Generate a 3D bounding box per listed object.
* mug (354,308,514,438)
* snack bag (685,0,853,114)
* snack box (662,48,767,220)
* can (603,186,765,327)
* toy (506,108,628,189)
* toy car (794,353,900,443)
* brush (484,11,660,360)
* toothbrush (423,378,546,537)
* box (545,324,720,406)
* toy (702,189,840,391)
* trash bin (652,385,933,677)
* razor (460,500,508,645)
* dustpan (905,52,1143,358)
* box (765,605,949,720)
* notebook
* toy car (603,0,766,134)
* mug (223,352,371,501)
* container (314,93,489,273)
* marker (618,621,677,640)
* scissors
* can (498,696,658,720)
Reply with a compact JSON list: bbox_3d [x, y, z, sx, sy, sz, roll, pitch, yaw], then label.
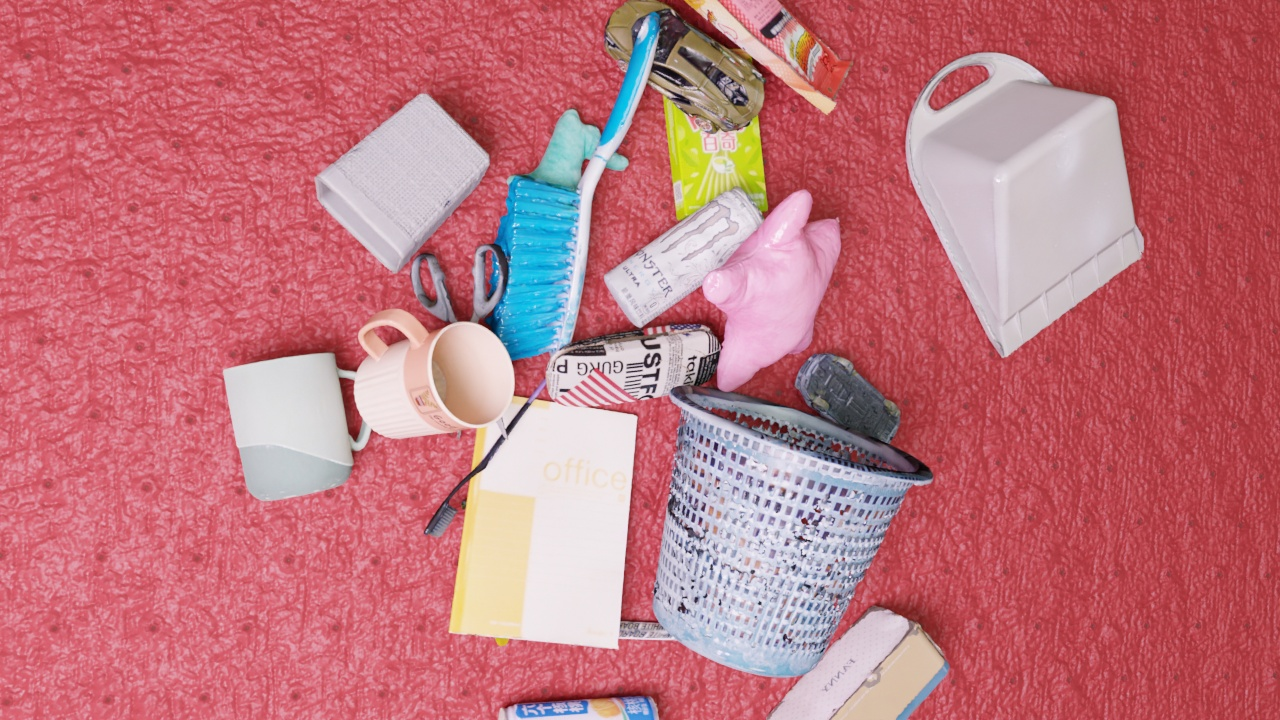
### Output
[{"bbox_3d":[-0.175,0.008,0.728,0.114,0.106,0.081,51,46,-28],"label":"mug"},{"bbox_3d":[0.110,-0.319,0.848,0.208,0.073,0.128,41,37,-9],"label":"snack bag"},{"bbox_3d":[0.069,-0.213,0.863,0.085,0.026,0.156,-5,89,-17],"label":"snack box"},{"bbox_3d":[0.041,-0.093,0.821,0.146,0.058,0.058,-35,97,-2],"label":"can"},{"bbox_3d":[-0.061,-0.178,0.824,0.096,0.030,0.092,22,86,-17],"label":"toy"},{"bbox_3d":[0.201,0.041,0.888,0.120,0.037,0.054,38,78,-22],"label":"toy car"},{"bbox_3d":[-0.060,-0.147,0.786,0.109,0.060,0.315,6,101,-22],"label":"brush"},{"bbox_3d":[-0.122,0.074,0.785,0.017,0.014,0.188,41,67,-11],"label":"toothbrush"},{"bbox_3d":[-0.004,0.007,0.814,0.164,0.070,0.055,-12,56,-18],"label":"box"},{"bbox_3d":[0.124,-0.061,0.812,0.074,0.195,0.178,35,68,32],"label":"toy"},{"bbox_3d":[0.105,0.146,0.779,0.226,0.226,0.195,15,97,-15],"label":"trash bin"},{"bbox_3d":[-0.127,0.184,0.797,0.043,0.028,0.132,-6,92,-19],"label":"razor"},{"bbox_3d":[0.389,-0.182,0.961,0.222,0.142,0.258,-33,126,-14],"label":"dustpan"},{"bbox_3d":[0.194,0.315,0.849,0.184,0.090,0.060,-44,100,-10],"label":"box"},{"bbox_3d":[-0.079,0.136,0.795,0.145,0.010,0.206,10,72,-15],"label":"notebook"},{"bbox_3d":[0.040,-0.265,0.823,0.158,0.042,0.070,31,80,-7],"label":"toy car"},{"bbox_3d":[-0.267,0.050,0.737,0.111,0.082,0.106,-11,91,-40],"label":"mug"},{"bbox_3d":[-0.193,-0.148,0.757,0.090,0.090,0.114,45,74,-10],"label":"container"},{"bbox_3d":[0.000,0.245,0.834,0.145,0.017,0.017,7,86,-15],"label":"marker"},{"bbox_3d":[-0.145,-0.021,0.775,0.178,0.014,0.160,47,118,14],"label":"scissors"},{"bbox_3d":[-0.054,0.323,0.797,0.134,0.053,0.053,2,87,-16],"label":"can"}]
